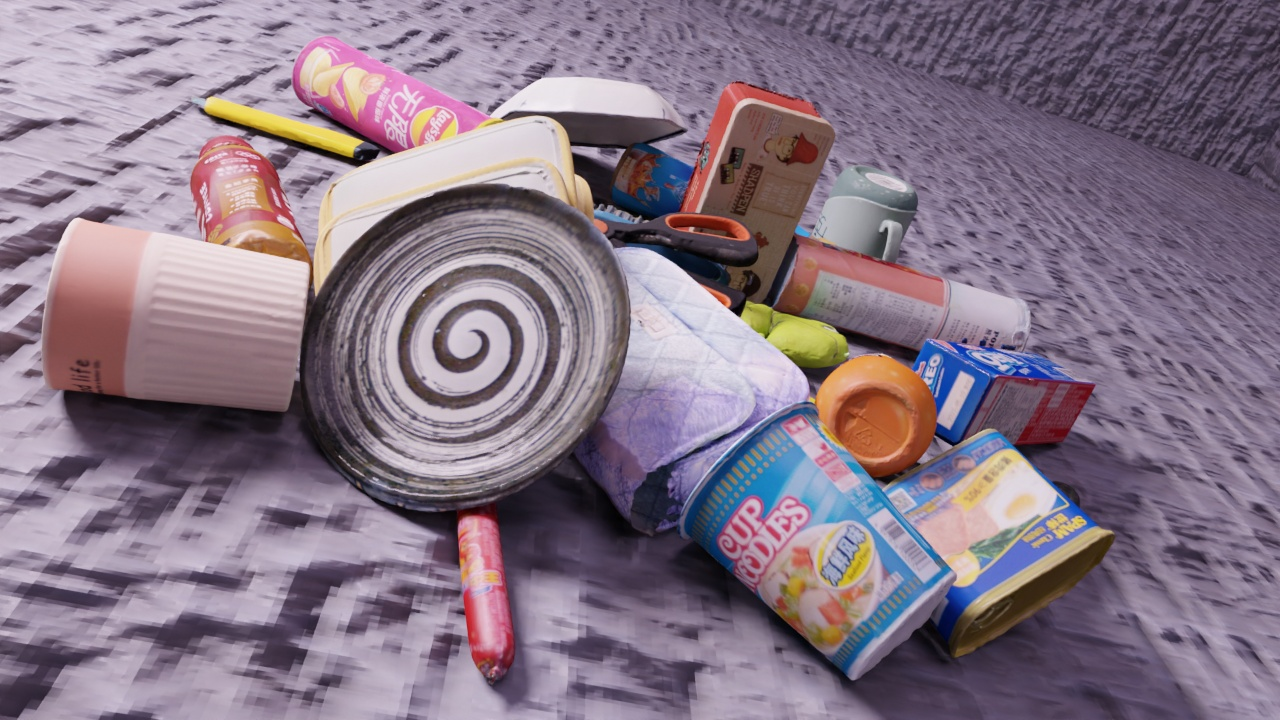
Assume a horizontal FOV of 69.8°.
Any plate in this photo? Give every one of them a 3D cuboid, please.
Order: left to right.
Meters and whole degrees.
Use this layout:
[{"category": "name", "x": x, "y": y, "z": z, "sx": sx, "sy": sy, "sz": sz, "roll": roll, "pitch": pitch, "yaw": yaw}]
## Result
[{"category": "plate", "x": -0.090, "y": -0.009, "z": 0.473, "sx": 0.179, "sy": 0.179, "sz": 0.024, "roll": 32, "pitch": -12, "yaw": 22}, {"category": "plate", "x": -0.058, "y": -0.231, "z": 0.864, "sx": 0.162, "sy": 0.034, "sz": 0.266, "roll": 2, "pitch": 7, "yaw": -18}]

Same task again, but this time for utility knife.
[{"category": "utility knife", "x": -0.308, "y": -0.200, "z": 0.791, "sx": 0.167, "sy": 0.015, "sz": 0.033, "roll": 17, "pitch": 22, "yaw": -3}]

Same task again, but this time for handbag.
[{"category": "handbag", "x": -0.109, "y": -0.055, "z": 0.532, "sx": 0.163, "sy": 0.063, "sz": 0.178, "roll": -15, "pitch": 52, "yaw": 8}, {"category": "handbag", "x": -0.003, "y": 0.003, "z": 0.545, "sx": 0.134, "sy": 0.076, "sz": 0.194, "roll": -23, "pitch": 45, "yaw": -27}]

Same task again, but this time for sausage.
[{"category": "sausage", "x": -0.074, "y": 0.086, "z": 0.427, "sx": 0.020, "sy": 0.020, "sz": 0.155, "roll": 9, "pitch": 30, "yaw": -20}]

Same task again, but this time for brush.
[{"category": "brush", "x": 0.000, "y": -0.076, "z": 0.720, "sx": 0.144, "sy": 0.055, "sz": 0.073, "roll": 23, "pitch": 28, "yaw": 5}]

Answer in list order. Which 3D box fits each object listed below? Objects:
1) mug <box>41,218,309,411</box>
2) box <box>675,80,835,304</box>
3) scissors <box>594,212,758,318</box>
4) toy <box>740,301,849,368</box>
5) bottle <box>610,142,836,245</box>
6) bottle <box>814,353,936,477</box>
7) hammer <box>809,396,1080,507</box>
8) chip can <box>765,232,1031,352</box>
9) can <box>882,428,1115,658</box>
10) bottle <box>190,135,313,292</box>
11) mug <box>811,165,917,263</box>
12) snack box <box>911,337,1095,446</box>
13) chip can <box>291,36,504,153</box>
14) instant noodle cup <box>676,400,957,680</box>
[{"category": "mug", "x": -0.230, "y": -0.020, "z": 0.467, "sx": 0.105, "sy": 0.081, "sz": 0.115, "roll": 9, "pitch": 0, "yaw": -22}, {"category": "box", "x": 0.087, "y": -0.140, "z": 0.768, "sx": 0.091, "sy": 0.169, "sz": 0.076, "roll": 12, "pitch": 32, "yaw": -15}, {"category": "scissors", "x": -0.013, "y": -0.092, "z": 0.688, "sx": 0.197, "sy": 0.022, "sz": 0.227, "roll": -30, "pitch": 58, "yaw": -36}, {"category": "toy", "x": 0.114, "y": -0.019, "z": 0.718, "sx": 0.100, "sy": 0.031, "sz": 0.096, "roll": 30, "pitch": 29, "yaw": 27}, {"category": "bottle", "x": 0.080, "y": -0.139, "z": 0.874, "sx": 0.219, "sy": 0.065, "sz": 0.065, "roll": 25, "pitch": 29, "yaw": 9}, {"category": "bottle", "x": 0.141, "y": 0.023, "z": 0.555, "sx": 0.067, "sy": 0.067, "sz": 0.149, "roll": 25, "pitch": 14, "yaw": 9}, {"category": "hammer", "x": 0.130, "y": 0.047, "z": 0.610, "sx": 0.323, "sy": 0.032, "sz": 0.125, "roll": 28, "pitch": 28, "yaw": 16}, {"category": "chip can", "x": 0.220, "y": -0.048, "z": 0.794, "sx": 0.214, "sy": 0.071, "sz": 0.071, "roll": 15, "pitch": 28, "yaw": -7}, {"category": "can", "x": 0.181, "y": 0.095, "z": 0.493, "sx": 0.102, "sy": 0.057, "sz": 0.083, "roll": -25, "pitch": 51, "yaw": -16}, {"category": "bottle", "x": -0.255, "y": -0.094, "z": 0.591, "sx": 0.057, "sy": 0.058, "sz": 0.175, "roll": 0, "pitch": 34, "yaw": -32}, {"category": "mug", "x": 0.216, "y": -0.120, "z": 0.879, "sx": 0.082, "sy": 0.106, "sz": 0.111, "roll": 10, "pitch": 30, "yaw": -19}, {"category": "snack box", "x": 0.260, "y": 0.024, "z": 0.662, "sx": 0.207, "sy": 0.058, "sz": 0.057, "roll": 4, "pitch": 25, "yaw": -48}, {"category": "chip can", "x": -0.216, "y": -0.223, "z": 0.830, "sx": 0.210, "sy": 0.072, "sz": 0.071, "roll": 30, "pitch": 30, "yaw": 20}, {"category": "instant noodle cup", "x": 0.091, "y": 0.091, "z": 0.451, "sx": 0.099, "sy": 0.099, "sz": 0.110, "roll": -14, "pitch": 50, "yaw": -46}]
